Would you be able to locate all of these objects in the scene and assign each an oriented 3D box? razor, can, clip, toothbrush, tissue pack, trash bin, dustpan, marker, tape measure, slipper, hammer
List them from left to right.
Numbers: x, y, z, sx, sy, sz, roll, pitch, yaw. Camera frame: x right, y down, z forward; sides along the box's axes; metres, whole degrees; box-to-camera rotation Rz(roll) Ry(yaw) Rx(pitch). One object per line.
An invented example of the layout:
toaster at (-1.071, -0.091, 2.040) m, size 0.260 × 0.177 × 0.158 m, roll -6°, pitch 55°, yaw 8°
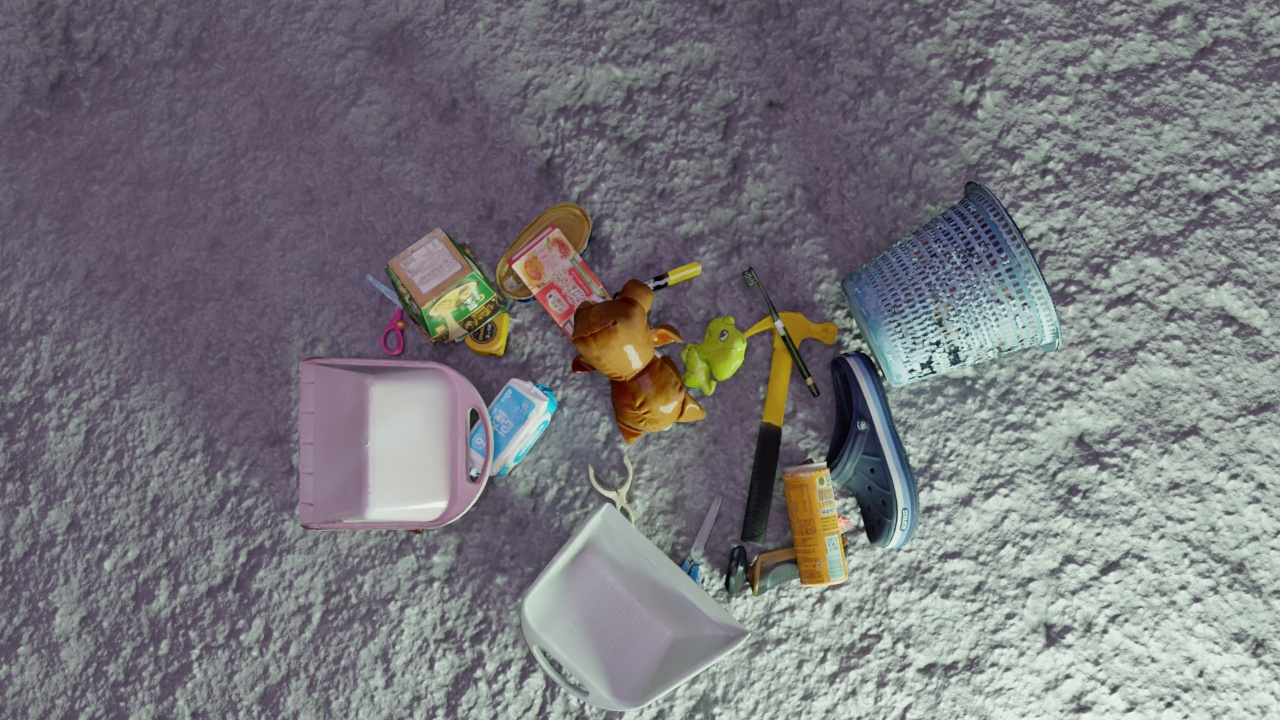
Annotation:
dustpan at (-0.312, 0.107, 1.142) m, size 0.138 × 0.274 × 0.222 m, roll 1°, pitch 89°, yaw -40°
tape measure at (-0.199, -0.034, 1.190) m, size 0.057 × 0.029 × 0.060 m, roll 4°, pitch 71°, yaw 4°
tissue pack at (-0.163, 0.087, 1.152) m, size 0.063 × 0.090 × 0.140 m, roll 36°, pitch 87°, yaw 7°
can at (-0.123, -0.139, 1.186) m, size 0.074 × 0.049 × 0.148 m, roll 42°, pitch 88°, yaw 3°
dustpan at (-0.035, 0.317, 1.089) m, size 0.222 × 0.258 × 0.142 m, roll 42°, pitch 64°, yaw 2°
clip at (-0.022, 0.160, 1.175) m, size 0.096 × 0.035 × 0.101 m, roll -44°, pitch 92°, yaw -1°
marker at (0.021, -0.101, 1.202) m, size 0.124 × 0.015 × 0.018 m, roll -21°, pitch 86°, yaw 2°
hammer at (0.167, 0.084, 1.173) m, size 0.129 × 0.033 × 0.300 m, roll 10°, pitch 83°, yaw 2°
toothbrush at (0.178, -0.035, 1.165) m, size 0.017 × 0.012 × 0.186 m, roll -28°, pitch 84°, yaw 2°
razor at (0.185, 0.254, 1.164) m, size 0.167 × 0.062 × 0.067 m, roll -12°, pitch 55°, yaw -6°
can at (0.212, 0.199, 1.121) m, size 0.058 × 0.058 × 0.146 m, roll -8°, pitch 83°, yaw 0°
slipper at (0.274, 0.115, 1.140) m, size 0.095 × 0.105 × 0.252 m, roll -12°, pitch 86°, yaw -2°
trash bin at (0.361, -0.074, 1.113) m, size 0.195 × 0.226 × 0.226 m, roll -26°, pitch 87°, yaw 11°

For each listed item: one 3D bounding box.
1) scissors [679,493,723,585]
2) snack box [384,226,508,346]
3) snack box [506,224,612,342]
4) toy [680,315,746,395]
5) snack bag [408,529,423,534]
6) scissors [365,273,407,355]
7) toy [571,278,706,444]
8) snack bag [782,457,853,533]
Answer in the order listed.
scissors at (0.080, 0.257, 1.180) m, size 0.174 × 0.012 × 0.105 m, roll -43°, pitch 85°, yaw -3°
snack box at (-0.246, -0.097, 1.141) m, size 0.117 × 0.106 × 0.118 m, roll -37°, pitch 75°, yaw -10°
snack box at (-0.093, -0.091, 1.155) m, size 0.075 × 0.025 × 0.153 m, roll -40°, pitch 121°, yaw -4°
toy at (0.095, -0.005, 1.170) m, size 0.100 × 0.031 × 0.096 m, roll -10°, pitch 83°, yaw 37°
snack bag at (-0.275, 0.171, 1.180) m, size 0.045 × 0.026 × 0.105 m, roll 33°, pitch 89°, yaw -1°
scissors at (-0.304, -0.073, 1.202) m, size 0.125 × 0.017 × 0.133 m, roll -2°, pitch 83°, yaw 2°
toy at (-0.007, 0.007, 1.141) m, size 0.140 × 0.130 × 0.199 m, roll -21°, pitch 107°, yaw 31°
snack bag at (0.226, 0.178, 1.169) m, size 0.048 × 0.026 × 0.104 m, roll -29°, pitch 68°, yaw -6°
